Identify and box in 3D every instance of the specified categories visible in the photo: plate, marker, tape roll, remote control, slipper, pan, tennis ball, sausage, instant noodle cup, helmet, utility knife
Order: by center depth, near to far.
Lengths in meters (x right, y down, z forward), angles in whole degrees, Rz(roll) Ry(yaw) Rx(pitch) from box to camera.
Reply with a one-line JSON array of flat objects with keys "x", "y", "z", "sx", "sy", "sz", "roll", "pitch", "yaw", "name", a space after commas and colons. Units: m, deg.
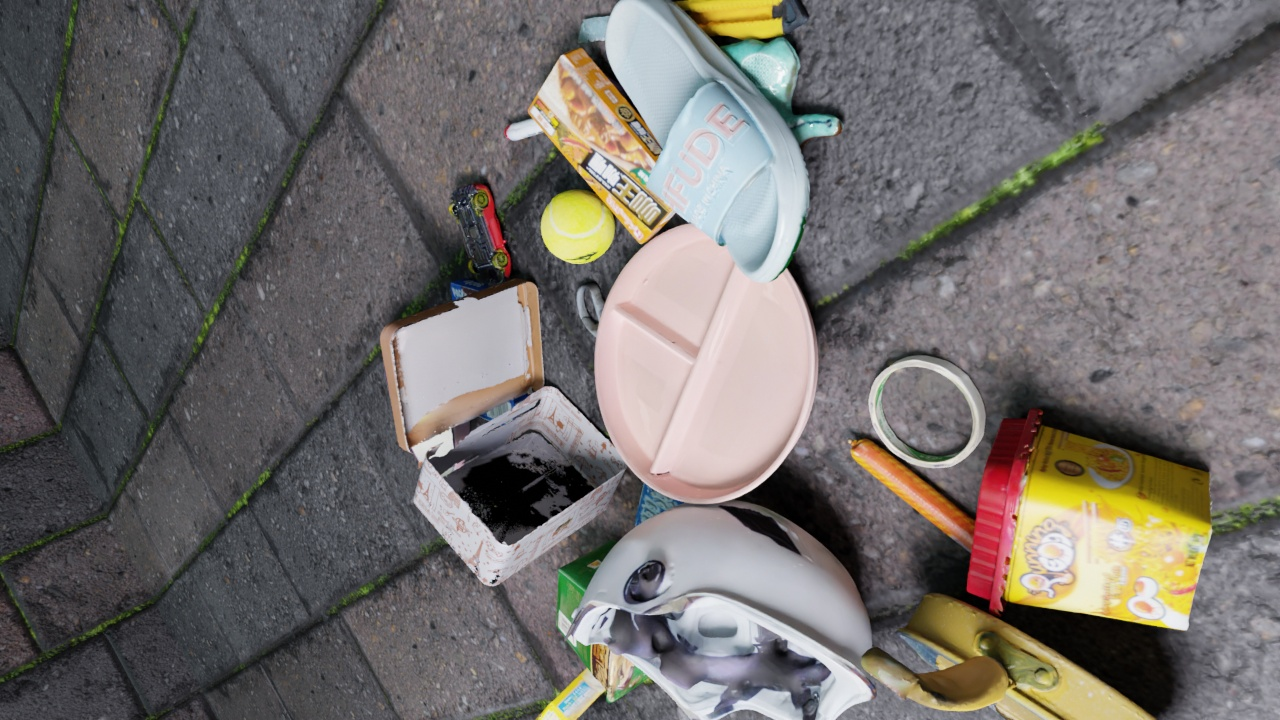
[{"x": 0.218, "y": 0.203, "z": 0.556, "sx": 0.198, "sy": 0.078, "sz": 0.357, "roll": 27, "pitch": 167, "yaw": 43, "name": "pan"}, {"x": 0.283, "y": 0.104, "z": 0.582, "sx": 0.124, "sy": 0.115, "sz": 0.116, "roll": 11, "pitch": 117, "yaw": 27, "name": "instant noodle cup"}, {"x": 0.037, "y": -0.166, "z": 0.668, "sx": 0.245, "sy": 0.074, "sz": 0.104, "roll": 58, "pitch": 148, "yaw": 15, "name": "slipper"}, {"x": 0.210, "y": 0.038, "z": 0.678, "sx": 0.086, "sy": 0.013, "sz": 0.086, "roll": 20, "pitch": 123, "yaw": 35, "name": "tape roll"}, {"x": 0.223, "y": 0.111, "z": 0.696, "sx": 0.165, "sy": 0.021, "sz": 0.022, "roll": 40, "pitch": 132, "yaw": 22, "name": "sausage"}, {"x": 0.029, "y": -0.258, "z": 0.703, "sx": 0.224, "sy": 0.015, "sz": 0.033, "roll": 11, "pitch": 114, "yaw": 40, "name": "utility knife"}, {"x": 0.050, "y": 0.002, "z": 0.755, "sx": 0.230, "sy": 0.028, "sz": 0.229, "roll": -2, "pitch": 88, "yaw": 43, "name": "plate"}, {"x": 0.079, "y": 0.200, "z": 0.769, "sx": 0.229, "sy": 0.145, "sz": 0.259, "roll": 37, "pitch": 141, "yaw": -22, "name": "helmet"}, {"x": -0.055, "y": -0.119, "z": 0.814, "sx": 0.065, "sy": 0.065, "sz": 0.065, "roll": 20, "pitch": 122, "yaw": 35, "name": "tennis ball"}, {"x": -0.071, "y": -0.215, "z": 0.817, "sx": 0.145, "sy": 0.017, "sz": 0.017, "roll": -1, "pitch": 109, "yaw": 43, "name": "marker"}, {"x": 0.027, "y": 0.127, "z": 0.885, "sx": 0.049, "sy": 0.024, "sz": 0.125, "roll": 33, "pitch": 130, "yaw": 27, "name": "remote control"}, {"x": -0.243, "y": 0.046, "z": 1.067, "sx": 0.192, "sy": 0.039, "sz": 0.193, "roll": 33, "pitch": 132, "yaw": 46, "name": "plate"}]

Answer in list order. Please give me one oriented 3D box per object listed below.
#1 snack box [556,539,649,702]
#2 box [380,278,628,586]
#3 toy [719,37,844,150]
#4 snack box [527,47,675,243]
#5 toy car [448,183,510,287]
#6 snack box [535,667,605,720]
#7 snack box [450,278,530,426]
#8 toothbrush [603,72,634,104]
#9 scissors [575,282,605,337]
[{"x": -0.026, "y": 0.253, "z": 0.933, "sx": 0.106, "sy": 0.117, "sz": 0.118, "roll": 25, "pitch": 122, "yaw": 38, "name": "snack box"}, {"x": -0.140, "y": 0.066, "z": 0.902, "sx": 0.136, "sy": 0.179, "sz": 0.269, "roll": -21, "pitch": 96, "yaw": 48, "name": "box"}, {"x": 0.100, "y": -0.187, "z": 0.663, "sx": 0.097, "sy": 0.030, "sz": 0.092, "roll": 9, "pitch": 120, "yaw": 39, "name": "toy"}, {"x": -0.025, "y": -0.178, "z": 0.766, "sx": 0.153, "sy": 0.026, "sz": 0.075, "roll": 50, "pitch": 141, "yaw": 2, "name": "snack box"}, {"x": -0.159, "y": -0.126, "z": 0.931, "sx": 0.049, "sy": 0.031, "sz": 0.106, "roll": -6, "pitch": 104, "yaw": 45, "name": "toy car"}, {"x": -0.056, "y": 0.351, "z": 0.986, "sx": 0.034, "sy": 0.140, "sz": 0.087, "roll": 46, "pitch": 134, "yaw": 14, "name": "snack box"}, {"x": -0.161, "y": -0.006, "z": 0.993, "sx": 0.085, "sy": 0.026, "sz": 0.157, "roll": 17, "pitch": 121, "yaw": 37, "name": "snack box"}, {"x": 0.025, "y": -0.191, "z": 0.741, "sx": 0.189, "sy": 0.014, "sz": 0.017, "roll": 42, "pitch": 125, "yaw": 21, "name": "toothbrush"}, {"x": -0.017, "y": 0.000, "z": 0.876, "sx": 0.164, "sy": 0.014, "sz": 0.164, "roll": 43, "pitch": 136, "yaw": 17, "name": "scissors"}]
